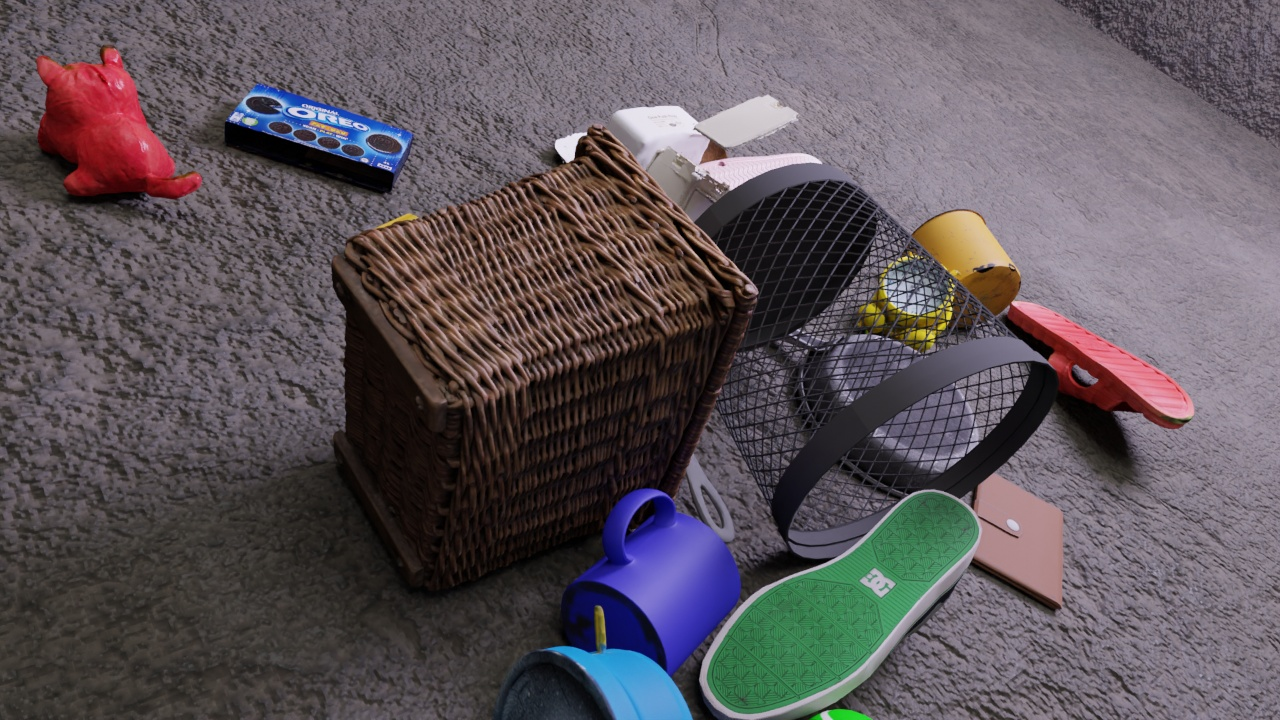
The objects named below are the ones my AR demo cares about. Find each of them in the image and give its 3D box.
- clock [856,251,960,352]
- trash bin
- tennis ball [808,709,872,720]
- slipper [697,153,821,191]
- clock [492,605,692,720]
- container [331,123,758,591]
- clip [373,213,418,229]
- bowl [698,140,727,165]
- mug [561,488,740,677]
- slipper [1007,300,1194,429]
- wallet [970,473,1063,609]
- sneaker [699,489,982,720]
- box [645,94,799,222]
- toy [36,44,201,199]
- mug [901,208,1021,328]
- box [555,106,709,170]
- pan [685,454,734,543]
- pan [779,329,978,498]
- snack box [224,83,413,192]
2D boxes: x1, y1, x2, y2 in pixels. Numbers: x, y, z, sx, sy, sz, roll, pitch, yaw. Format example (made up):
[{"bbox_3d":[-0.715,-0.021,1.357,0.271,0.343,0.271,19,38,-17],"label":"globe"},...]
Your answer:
[{"bbox_3d":[0.276,-0.053,0.948,0.083,0.057,0.118,29,75,19],"label":"clock"},{"bbox_3d":[0.149,-0.006,0.702,0.217,0.218,0.227,-5,49,-32],"label":"trash bin"},{"bbox_3d":[0.120,0.241,0.542,0.065,0.066,0.065,15,40,-13],"label":"tennis ball"},{"bbox_3d":[0.116,-0.166,0.977,0.221,0.056,0.106,-21,80,-25],"label":"slipper"},{"bbox_3d":[-0.015,0.218,0.462,0.060,0.117,0.161,2,44,-43],"label":"clock"},{"bbox_3d":[-0.076,0.018,0.559,0.182,0.251,0.162,-21,57,-31],"label":"container"},{"bbox_3d":[-0.201,-0.101,0.779,0.049,0.045,0.054,14,31,27],"label":"clip"},{"bbox_3d":[0.051,-0.242,1.071,0.102,0.026,0.114,17,39,-11],"label":"bowl"},{"bbox_3d":[0.004,0.134,0.567,0.079,0.111,0.083,4,24,38],"label":"mug"},{"bbox_3d":[0.490,0.011,1.004,0.103,0.059,0.248,7,27,-24],"label":"slipper"},{"bbox_3d":[0.327,0.150,0.796,0.087,0.013,0.120,29,39,4],"label":"wallet"},{"bbox_3d":[0.139,0.180,0.625,0.234,0.079,0.084,-28,48,-26],"label":"sneaker"},{"bbox_3d":[0.046,-0.172,0.844,0.070,0.187,0.143,10,26,-41],"label":"box"},{"bbox_3d":[-0.400,-0.174,0.702,0.133,0.094,0.087,35,40,9],"label":"toy"},{"bbox_3d":[0.363,-0.093,1.029,0.124,0.101,0.094,47,20,-47],"label":"mug"},{"bbox_3d":[-0.020,-0.227,0.971,0.108,0.121,0.136,-16,56,-40],"label":"box"},{"bbox_3d":[-0.004,0.005,0.756,0.216,0.024,0.354,6,43,-36],"label":"pan"},{"bbox_3d":[0.169,-0.006,0.865,0.357,0.055,0.186,41,43,12],"label":"pan"},{"bbox_3d":[-0.293,-0.206,0.847,0.150,0.027,0.082,16,40,-12],"label":"snack box"}]
